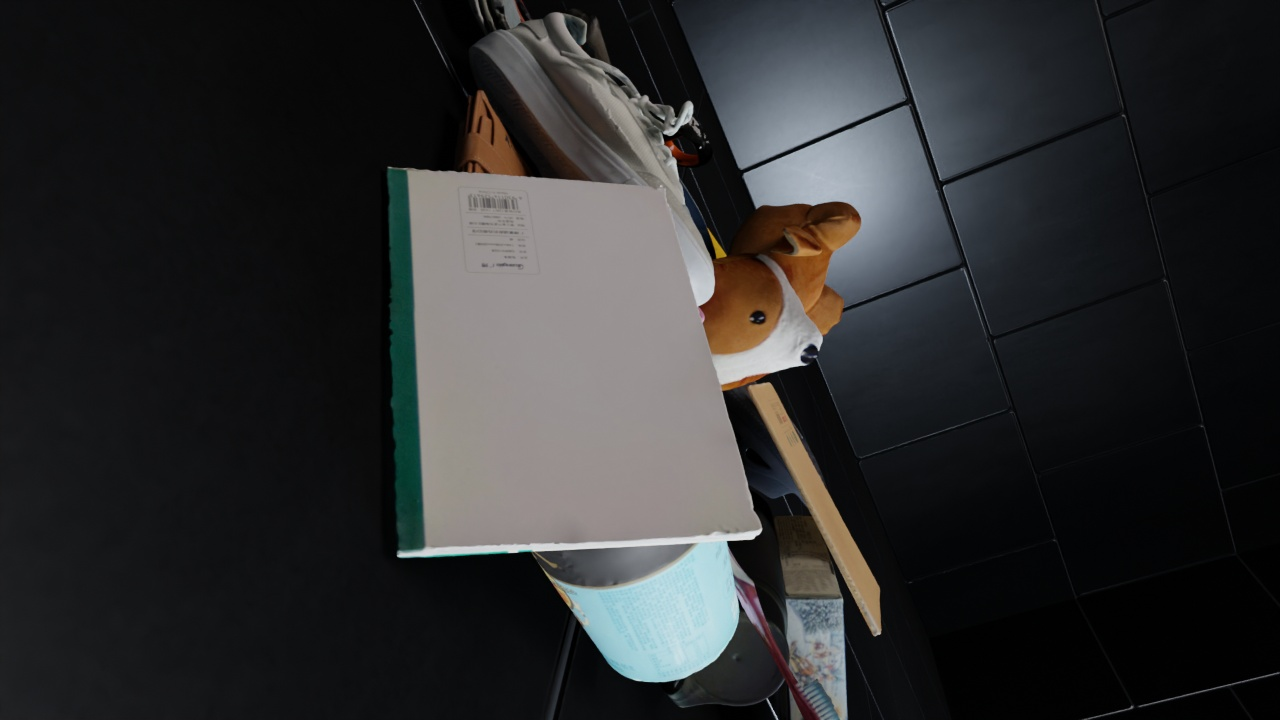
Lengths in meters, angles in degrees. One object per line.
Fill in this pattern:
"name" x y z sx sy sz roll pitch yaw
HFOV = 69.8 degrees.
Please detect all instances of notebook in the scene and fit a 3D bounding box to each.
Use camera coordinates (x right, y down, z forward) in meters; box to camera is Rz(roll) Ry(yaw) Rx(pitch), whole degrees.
"notebook" 0.146 0.112 0.758 0.207 0.008 0.147 63 12 7
"notebook" -0.039 -0.010 0.422 0.012 0.150 0.208 114 -29 -50

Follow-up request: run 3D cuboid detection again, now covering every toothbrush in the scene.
"toothbrush" 0.059 0.121 0.510 0.187 0.017 0.016 61 -23 16

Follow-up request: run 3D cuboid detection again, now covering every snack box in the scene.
"snack box" 0.132 0.236 0.726 0.177 0.046 0.182 -60 146 -80

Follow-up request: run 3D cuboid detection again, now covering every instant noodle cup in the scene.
"instant noodle cup" -0.001 0.097 0.467 0.111 0.111 0.120 -86 160 -59

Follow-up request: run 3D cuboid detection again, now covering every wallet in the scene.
"wallet" -0.122 -0.291 0.688 0.106 0.037 0.129 46 26 -82
"wallet" -0.082 -0.089 0.562 0.131 0.031 0.108 -98 163 -45

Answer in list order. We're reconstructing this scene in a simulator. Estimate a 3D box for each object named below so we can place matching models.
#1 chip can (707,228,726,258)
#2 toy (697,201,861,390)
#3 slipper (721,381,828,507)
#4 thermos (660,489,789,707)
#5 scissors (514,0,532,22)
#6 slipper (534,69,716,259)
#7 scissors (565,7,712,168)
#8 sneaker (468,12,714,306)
"chip can" 0.047 -0.087 0.863 0.072 0.072 0.213 55 7 -44
"toy" 0.087 -0.038 0.684 0.199 0.130 0.140 -32 137 -37
"slipper" 0.079 0.052 0.890 0.268 0.083 0.110 49 16 -1
"thermos" 0.055 0.157 0.637 0.068 0.090 0.242 53 10 -2
"scissors" -0.075 -0.240 0.830 0.223 0.015 0.188 50 24 -53
"slipper" -0.008 -0.120 0.701 0.253 0.105 0.095 61 -6 -17
"scissors" -0.007 -0.194 0.768 0.232 0.021 0.221 35 -17 51
"sneaker" -0.013 -0.138 0.607 0.242 0.090 0.090 53 -16 18
